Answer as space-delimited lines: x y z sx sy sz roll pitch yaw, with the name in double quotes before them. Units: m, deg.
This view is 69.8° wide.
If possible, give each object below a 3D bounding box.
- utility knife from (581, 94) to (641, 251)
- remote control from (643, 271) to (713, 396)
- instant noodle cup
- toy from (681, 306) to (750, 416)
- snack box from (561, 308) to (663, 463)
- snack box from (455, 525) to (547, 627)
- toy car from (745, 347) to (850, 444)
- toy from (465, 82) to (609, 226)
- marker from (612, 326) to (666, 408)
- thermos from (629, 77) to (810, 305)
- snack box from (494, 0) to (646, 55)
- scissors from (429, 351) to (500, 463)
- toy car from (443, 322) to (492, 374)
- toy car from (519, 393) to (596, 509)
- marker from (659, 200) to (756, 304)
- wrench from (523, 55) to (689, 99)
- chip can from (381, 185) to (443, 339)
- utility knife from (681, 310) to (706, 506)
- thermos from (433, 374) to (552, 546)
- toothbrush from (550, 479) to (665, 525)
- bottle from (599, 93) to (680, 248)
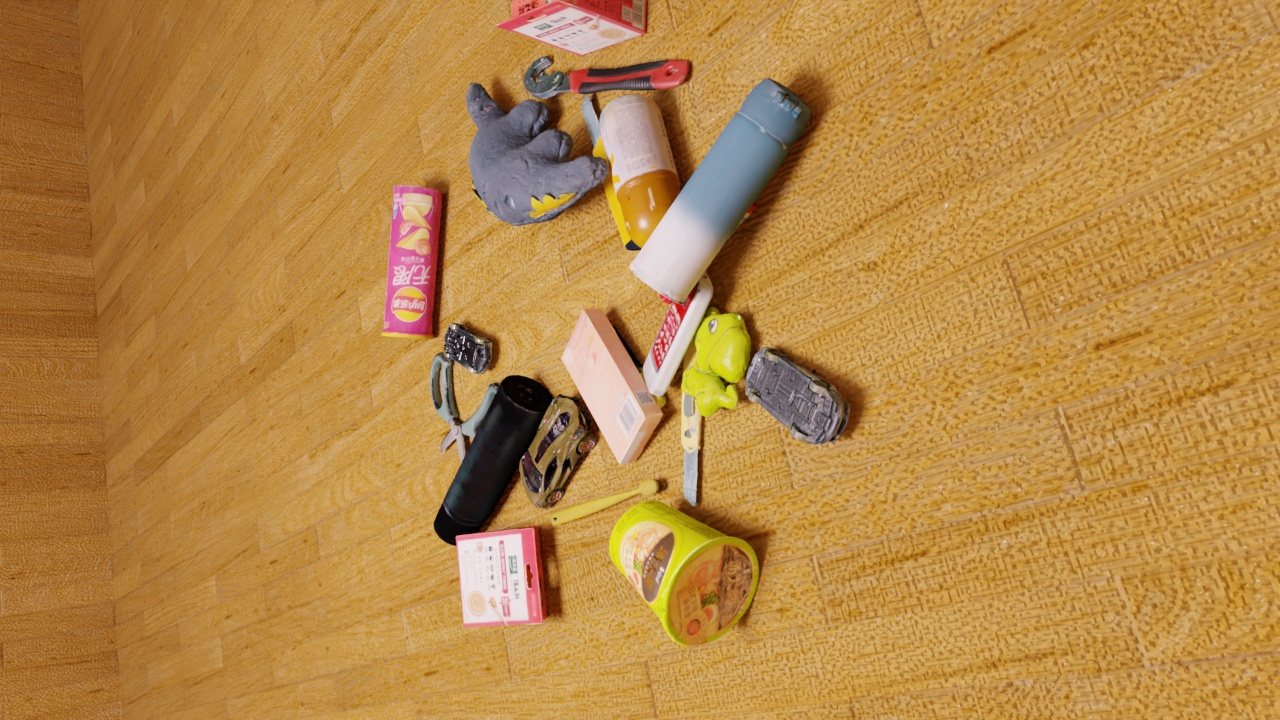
"utility knife" -0.032 -0.214 1.034 0.033 0.015 0.216 -36 64 39
"remote control" 0.036 -0.029 0.933 0.055 0.020 0.136 -106 36 -55
"instant noodle cup" 0.033 0.197 0.892 0.123 0.111 0.112 27 108 51
"toy" 0.077 0.000 0.898 0.100 0.031 0.096 -53 52 24
"snack box" -0.034 0.026 1.006 0.157 0.026 0.085 60 141 30
"snack box" -0.161 0.263 1.118 0.127 0.044 0.113 -12 79 31
"toy car" 0.140 0.031 0.832 0.120 0.036 0.054 40 117 51
"toy" -0.143 -0.236 1.089 0.356 0.091 0.138 46 121 46
"marker" -0.006 0.006 1.000 0.124 0.015 0.018 56 138 35
"thermos" 0.076 -0.158 0.860 0.221 0.070 0.070 -55 51 12
"snack box" -0.076 -0.383 1.008 0.113 0.127 0.044 2 89 46
"scissors" -0.235 0.052 1.234 0.170 0.019 0.171 -31 65 40
"toy car" -0.227 -0.016 1.218 0.106 0.031 0.049 27 108 45
"toy car" -0.103 0.110 1.079 0.070 0.042 0.158 51 125 35
"marker" 0.067 -0.110 0.926 0.146 0.017 0.017 -48 56 34
"wrench" -0.048 -0.323 1.048 0.274 0.016 0.056 17 79 44
"chip can" -0.320 -0.137 1.292 0.071 0.071 0.210 7 93 46
"utility knife" 0.055 0.046 0.937 0.031 0.021 0.204 1 93 51
"thermos" -0.193 0.123 1.154 0.243 0.068 0.090 -58 35 28
"toothbrush" -0.040 0.160 1.028 0.191 0.016 0.015 -26 71 44
"bottle" 0.007 -0.183 0.955 0.068 0.067 0.189 -28 68 42
